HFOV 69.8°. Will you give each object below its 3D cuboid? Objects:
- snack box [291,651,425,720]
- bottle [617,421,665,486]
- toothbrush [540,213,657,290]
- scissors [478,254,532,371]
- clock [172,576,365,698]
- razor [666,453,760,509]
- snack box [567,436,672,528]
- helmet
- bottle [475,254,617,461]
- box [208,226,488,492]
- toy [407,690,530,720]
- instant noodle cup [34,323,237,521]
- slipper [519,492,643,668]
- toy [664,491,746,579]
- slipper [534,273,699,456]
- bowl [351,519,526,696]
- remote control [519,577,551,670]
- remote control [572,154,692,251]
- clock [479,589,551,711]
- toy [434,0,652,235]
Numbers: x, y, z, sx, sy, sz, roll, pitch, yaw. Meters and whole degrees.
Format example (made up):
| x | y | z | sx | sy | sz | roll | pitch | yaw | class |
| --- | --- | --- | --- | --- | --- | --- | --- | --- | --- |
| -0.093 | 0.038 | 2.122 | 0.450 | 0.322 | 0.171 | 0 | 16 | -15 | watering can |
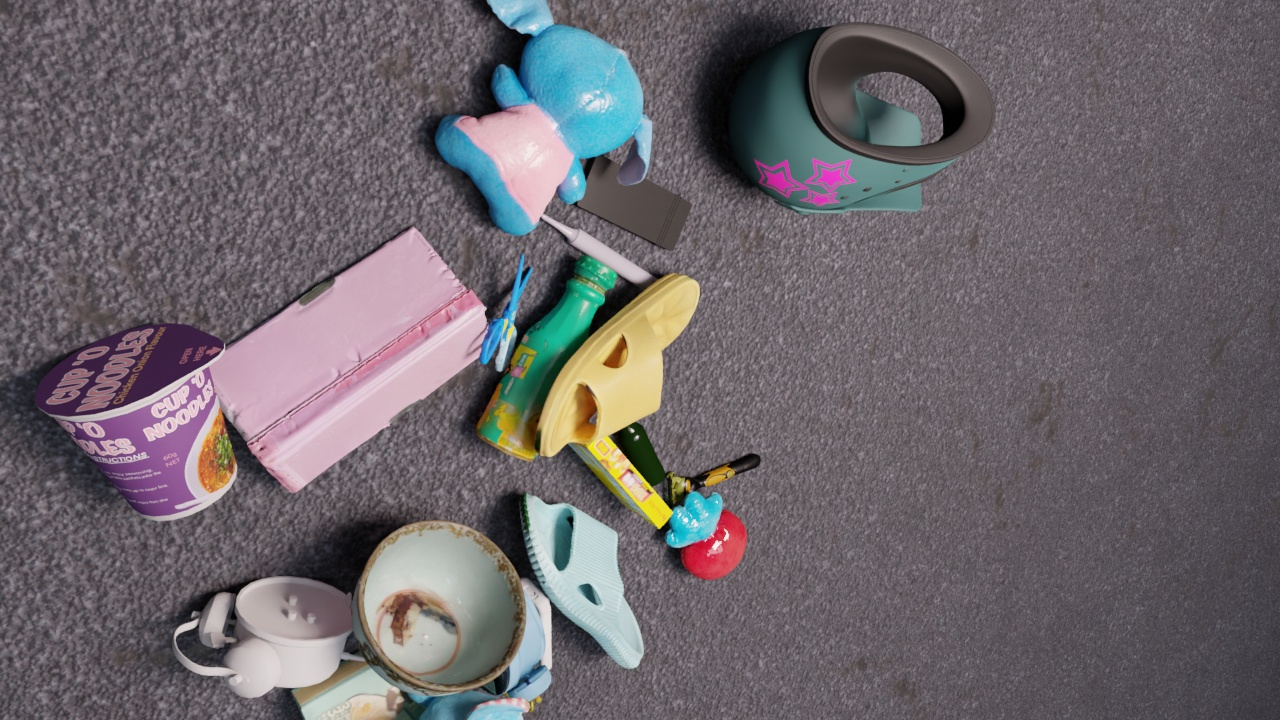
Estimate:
| x | y | z | sx | sy | sz | roll | pitch | yaw | class |
| --- | --- | --- | --- | --- | --- | --- | --- | --- | --- |
| -0.259 | 0.383 | 0.951 | 0.141 | 0.044 | 0.194 | -25 | 117 | -28 | snack box |
| -0.008 | 0.088 | 1.031 | 0.033 | 0.033 | 0.123 | -36 | 122 | -19 | bottle |
| -0.045 | -0.114 | 0.947 | 0.188 | 0.018 | 0.019 | 29 | 82 | -37 | toothbrush |
| -0.127 | -0.039 | 0.892 | 0.123 | 0.016 | 0.125 | 104 | 7 | -58 | scissors |
| -0.329 | 0.242 | 0.815 | 0.159 | 0.120 | 0.061 | 6 | 107 | -46 | clock |
| 0.091 | 0.140 | 1.124 | 0.143 | 0.021 | 0.044 | -16 | 114 | -31 | razor |
| -0.029 | 0.120 | 1.000 | 0.025 | 0.075 | 0.152 | -47 | 125 | -14 | snack box |
| 0.223 | -0.242 | 0.971 | 0.274 | 0.200 | 0.176 | 5 | 82 | -19 | helmet |
| -0.089 | -0.005 | 0.922 | 0.068 | 0.068 | 0.209 | 29 | 88 | -37 | bottle |
| -0.261 | -0.004 | 0.833 | 0.232 | 0.115 | 0.107 | -39 | 163 | -17 | box |
| -0.203 | 0.367 | 0.899 | 0.180 | 0.114 | 0.184 | 11 | 136 | -32 | toy |
| -0.375 | 0.053 | 0.725 | 0.137 | 0.121 | 0.122 | -10 | 124 | -3 | instant noodle cup |
| -0.047 | 0.244 | 1.007 | 0.069 | 0.115 | 0.276 | -23 | 127 | 11 | slipper |
| 0.079 | 0.211 | 1.112 | 0.092 | 0.062 | 0.133 | -49 | 122 | -20 | toy |
| -0.005 | 0.005 | 0.927 | 0.262 | 0.078 | 0.100 | -46 | 153 | -36 | slipper |
| -0.196 | 0.239 | 0.847 | 0.159 | 0.159 | 0.094 | 5 | 142 | -35 | bowl |
| -0.113 | 0.285 | 0.989 | 0.022 | 0.050 | 0.134 | -30 | 143 | -33 | remote control |
| -0.007 | -0.164 | 0.959 | 0.133 | 0.013 | 0.058 | 22 | 93 | -37 | remote control |
| -0.149 | 0.297 | 0.953 | 0.059 | 0.118 | 0.162 | -23 | 112 | -40 | clock |
| -0.093 | -0.224 | 0.835 | 0.191 | 0.099 | 0.224 | -44 | 117 | -6 | toy |
